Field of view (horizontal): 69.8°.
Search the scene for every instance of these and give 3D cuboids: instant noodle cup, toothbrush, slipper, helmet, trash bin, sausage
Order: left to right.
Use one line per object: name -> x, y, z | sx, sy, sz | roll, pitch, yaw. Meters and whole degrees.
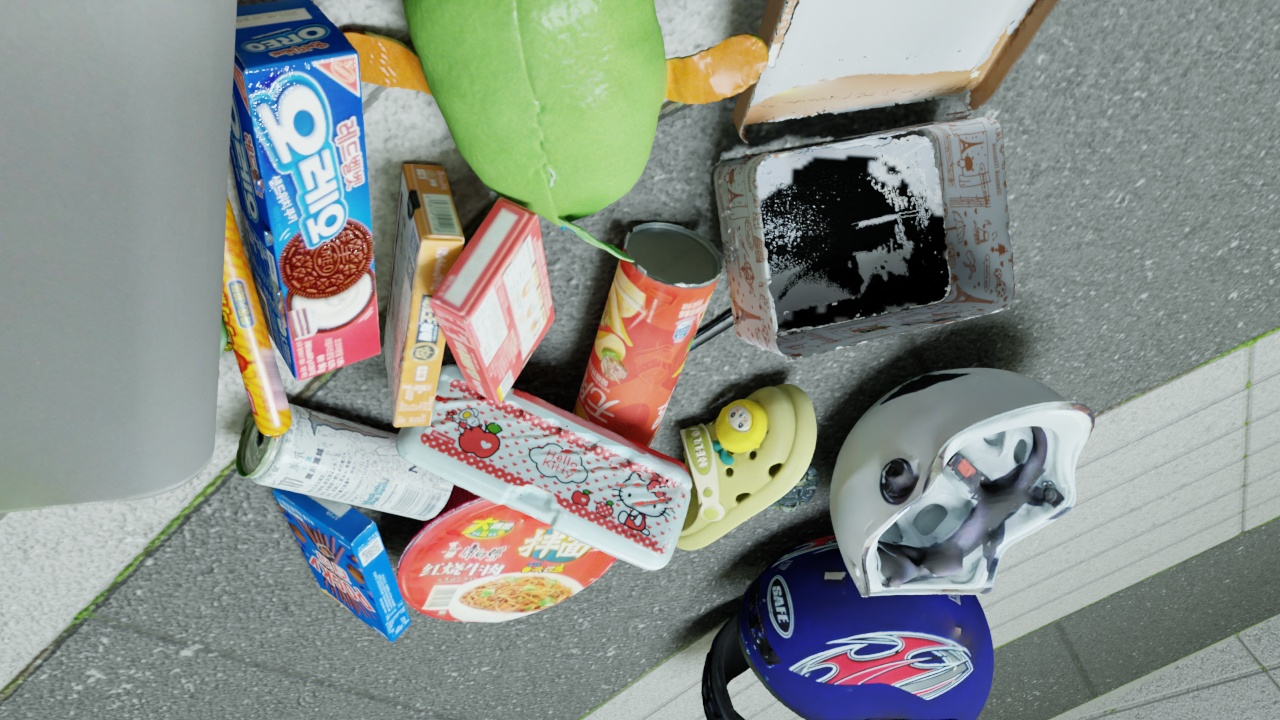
trash bin -> -0.250, -0.074, 0.341 | 0.198, 0.199, 0.220 | -3, 124, -25
sausage -> -0.231, -0.024, 0.535 | 0.021, 0.021, 0.165 | -12, 115, -14
instant noodle cup -> -0.114, 0.147, 0.783 | 0.193, 0.065, 0.194 | -13, 138, -12
slipper -> 0.070, 0.093, 0.798 | 0.081, 0.091, 0.191 | 22, 124, -35
toothbrush -> 0.080, -0.037, 0.715 | 0.190, 0.016, 0.014 | -33, 132, 12
helmet -> 0.217, 0.310, 0.996 | 0.315, 0.246, 0.241 | -9, 129, 1
helmet -> 0.281, 0.100, 0.863 | 0.228, 0.146, 0.259 | 3, 124, -30

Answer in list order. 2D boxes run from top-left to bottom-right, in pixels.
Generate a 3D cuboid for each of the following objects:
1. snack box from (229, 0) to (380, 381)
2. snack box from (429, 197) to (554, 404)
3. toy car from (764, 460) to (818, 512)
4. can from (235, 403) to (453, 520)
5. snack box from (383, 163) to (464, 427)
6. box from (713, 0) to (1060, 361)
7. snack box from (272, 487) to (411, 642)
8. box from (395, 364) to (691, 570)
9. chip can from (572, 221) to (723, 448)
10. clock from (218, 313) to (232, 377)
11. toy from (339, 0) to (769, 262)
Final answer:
snack box -> -0.183, -0.082, 0.497 | 0.058, 0.057, 0.208 | -21, 143, -29
snack box -> -0.086, -0.030, 0.563 | 0.075, 0.025, 0.153 | -60, 172, -18
toy car -> 0.112, 0.121, 0.890 | 0.120, 0.036, 0.054 | -4, 138, -7
can -> -0.209, 0.074, 0.662 | 0.146, 0.058, 0.058 | 24, 121, -41
snack box -> -0.137, -0.036, 0.563 | 0.026, 0.075, 0.154 | -1, 135, -23
box -> 0.147, -0.129, 0.567 | 0.179, 0.130, 0.273 | -12, 129, -14
snack box -> -0.233, 0.159, 0.728 | 0.026, 0.084, 0.157 | -47, 153, -34
box -> -0.069, 0.084, 0.645 | 0.201, 0.101, 0.095 | 24, 129, -3
chip can -> -0.004, 0.004, 0.677 | 0.073, 0.073, 0.217 | -2, 134, -24
clock -> -0.303, -0.021, 0.514 | 0.116, 0.056, 0.161 | -22, 140, -1
toy -> -0.050, -0.157, 0.461 | 0.227, 0.089, 0.247 | 5, 146, 6
